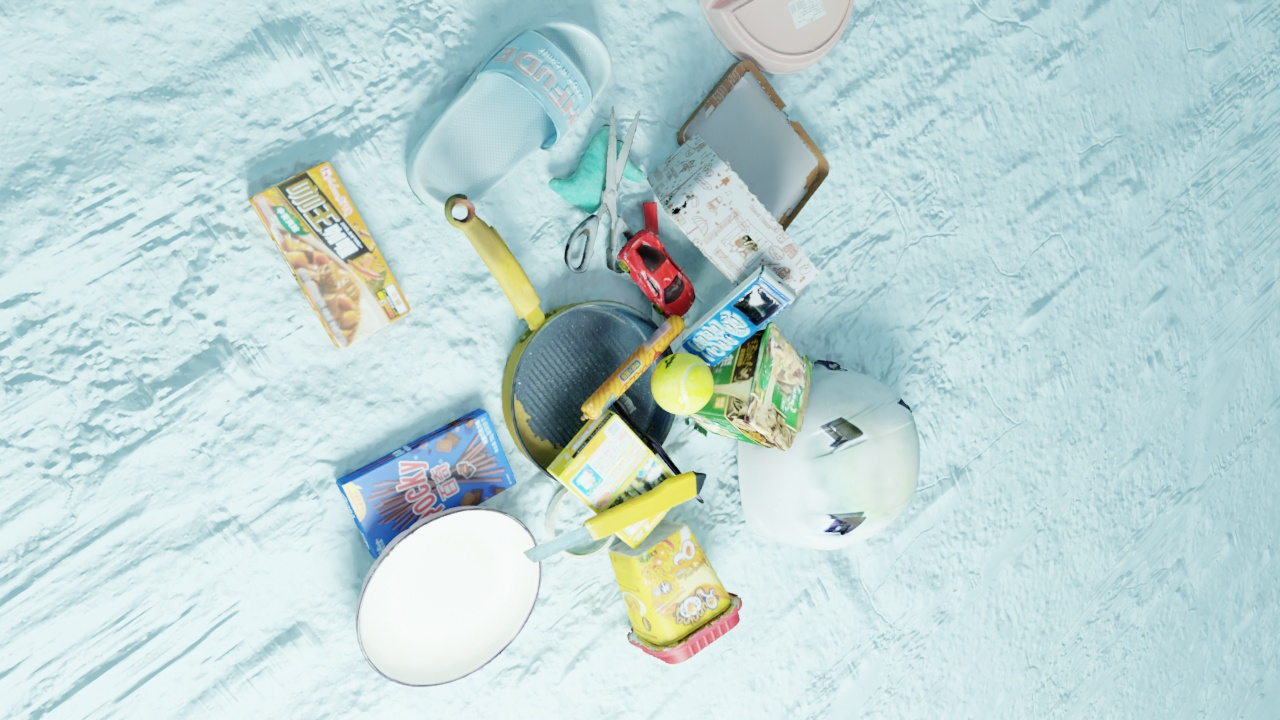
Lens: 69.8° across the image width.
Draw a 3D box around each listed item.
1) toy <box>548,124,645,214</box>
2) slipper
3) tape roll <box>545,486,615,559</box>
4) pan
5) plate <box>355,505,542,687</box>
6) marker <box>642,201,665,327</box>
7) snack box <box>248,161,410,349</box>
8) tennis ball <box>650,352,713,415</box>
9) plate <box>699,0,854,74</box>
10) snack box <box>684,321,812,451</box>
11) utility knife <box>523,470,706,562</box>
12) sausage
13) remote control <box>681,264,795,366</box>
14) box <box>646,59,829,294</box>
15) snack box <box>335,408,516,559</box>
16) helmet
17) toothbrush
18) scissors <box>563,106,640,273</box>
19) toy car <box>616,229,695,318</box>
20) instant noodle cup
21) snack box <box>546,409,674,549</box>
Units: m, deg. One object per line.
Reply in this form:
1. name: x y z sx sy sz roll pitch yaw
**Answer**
1. toy: -0.040 -0.195 0.951 0.096 0.030 0.092 28 86 -33
2. slipper: -0.121 -0.237 0.872 0.245 0.074 0.104 -48 116 -15
3. tape roll: -0.062 0.173 0.994 0.085 0.014 0.086 -4 99 -30
4. pan: -0.086 -0.021 0.917 0.197 0.078 0.357 -47 116 -18
5. plate: -0.188 0.225 0.897 0.192 0.039 0.193 -14 116 -32
6. marker: 0.016 -0.100 1.003 0.017 0.017 0.145 -10 101 -29
7. snack box: -0.277 -0.093 0.826 0.075 0.026 0.154 -34 112 -23
8. tennis ball: 0.043 0.024 0.954 0.065 0.065 0.065 -4 98 -30
9. plate: 0.160 -0.444 1.038 0.229 0.028 0.229 -4 98 -31
10. snack box: 0.111 0.030 1.008 0.118 0.106 0.117 38 60 -48
11. utility knife: -0.022 0.156 0.931 0.222 0.015 0.033 -19 115 -31
12. sausage: -0.006 0.005 0.940 0.164 0.021 0.021 -45 116 -25
13. remote control: 0.098 -0.044 0.944 0.049 0.125 0.024 35 34 -22
14. box: 0.112 -0.184 1.007 0.179 0.136 0.268 44 44 -27
15. snack box: -0.205 0.118 0.895 0.156 0.026 0.084 -28 110 -25
16. helmet: 0.244 0.118 1.091 0.258 0.146 0.229 -7 100 -30
17. toothbrush: 0.023 0.096 0.987 0.189 0.014 0.016 52 59 -32
18. scissors: -0.034 -0.164 0.938 0.164 0.014 0.164 -43 134 -15
19. toy car: 0.021 -0.090 0.980 0.049 0.031 0.106 -46 118 -15
20. instant noodle cup: 0.031 0.249 1.010 0.116 0.116 0.123 -27 98 -25
21. snack box: -0.022 0.123 0.952 0.086 0.034 0.140 -49 123 -11
